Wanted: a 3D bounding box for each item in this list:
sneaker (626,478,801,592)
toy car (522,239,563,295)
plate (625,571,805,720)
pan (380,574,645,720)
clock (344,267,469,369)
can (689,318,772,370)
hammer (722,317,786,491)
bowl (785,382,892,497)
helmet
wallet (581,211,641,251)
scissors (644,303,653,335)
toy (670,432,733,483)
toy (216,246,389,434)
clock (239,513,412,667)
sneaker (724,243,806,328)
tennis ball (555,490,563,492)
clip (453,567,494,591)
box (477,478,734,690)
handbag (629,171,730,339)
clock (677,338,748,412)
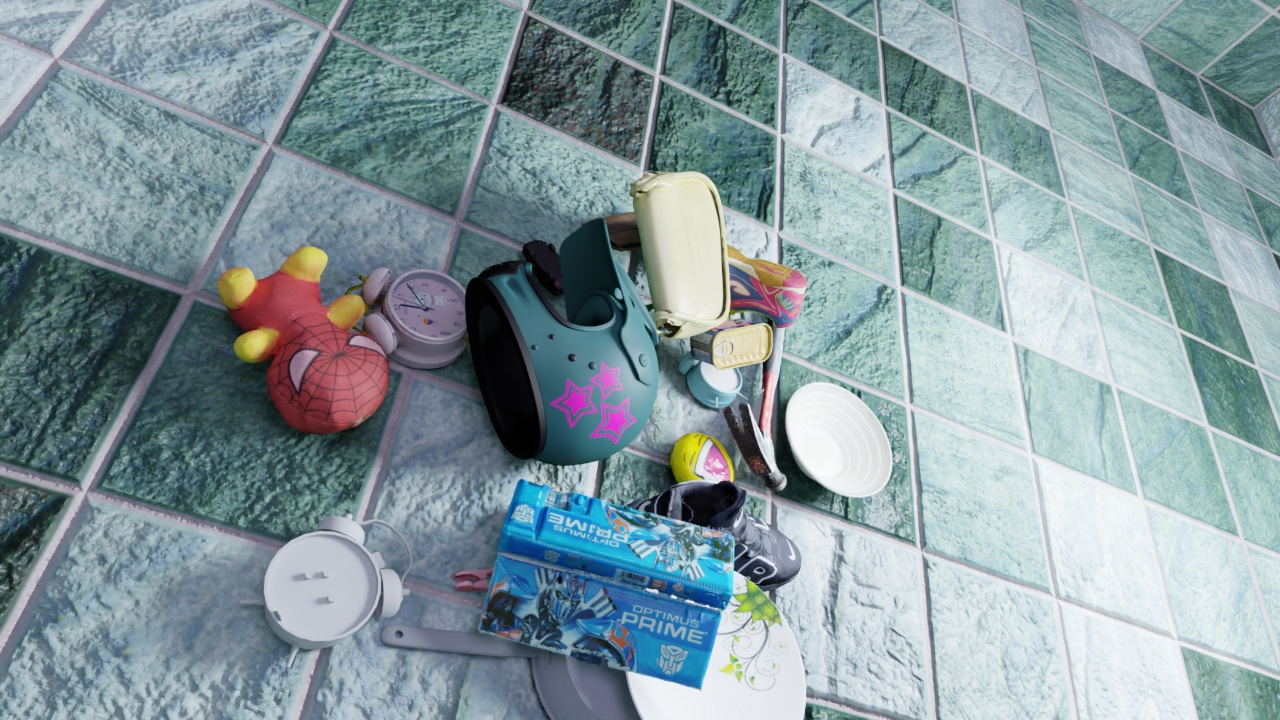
[{"bbox_3d":[0.105,0.195,1.078,0.252,0.151,0.097,14,53,-23],"label":"sneaker"},{"bbox_3d":[-0.125,-0.124,1.236,0.042,0.036,0.091,-24,64,-37],"label":"toy car"},{"bbox_3d":[0.078,0.336,0.998,0.229,0.030,0.229,16,53,-23],"label":"plate"},{"bbox_3d":[-0.090,0.306,0.966,0.356,0.051,0.200,16,53,-24],"label":"pan"},{"bbox_3d":[-0.273,-0.054,1.087,0.157,0.059,0.116,6,57,-26],"label":"clock"},{"bbox_3d":[0.120,-0.024,1.229,0.099,0.059,0.054,-11,108,-30],"label":"can"},{"bbox_3d":[0.178,0.018,1.294,0.140,0.036,0.325,55,34,-33],"label":"hammer"},{"bbox_3d":[0.263,0.120,1.281,0.176,0.058,0.176,15,53,-21],"label":"bowl"},{"bbox_3d":[-0.078,-0.018,1.074,0.199,0.177,0.275,-17,92,-33],"label":"helmet"},{"bbox_3d":[-0.011,-0.185,1.317,0.120,0.027,0.099,-15,32,-36],"label":"wallet"},{"bbox_3d":[-0.026,-0.054,1.228,0.130,0.011,0.125,-42,51,-20],"label":"scissors"},{"bbox_3d":[0.079,0.136,1.177,0.094,0.041,0.095,38,46,-8],"label":"toy"},{"bbox_3d":[-0.356,-0.015,0.987,0.147,0.099,0.216,-27,74,-29],"label":"toy"},{"bbox_3d":[-0.294,0.213,0.893,0.120,0.061,0.158,50,50,8],"label":"clock"},{"bbox_3d":[0.116,-0.111,1.325,0.242,0.091,0.116,23,28,23],"label":"sneaker"},{"bbox_3d":[-0.098,0.178,1.028,0.065,0.065,0.065,15,53,-21],"label":"tennis ball"},{"bbox_3d":[-0.170,0.231,0.981,0.060,0.023,0.044,23,46,-17],"label":"clip"},{"bbox_3d":[-0.029,0.221,0.940,0.243,0.070,0.170,16,60,-3],"label":"box"},{"bbox_3d":[0.044,-0.136,1.197,0.190,0.089,0.232,9,69,-57],"label":"handbag"},{"bbox_3d":[0.094,0.013,1.273,0.087,0.042,0.123,-11,60,-35],"label":"clock"}]
